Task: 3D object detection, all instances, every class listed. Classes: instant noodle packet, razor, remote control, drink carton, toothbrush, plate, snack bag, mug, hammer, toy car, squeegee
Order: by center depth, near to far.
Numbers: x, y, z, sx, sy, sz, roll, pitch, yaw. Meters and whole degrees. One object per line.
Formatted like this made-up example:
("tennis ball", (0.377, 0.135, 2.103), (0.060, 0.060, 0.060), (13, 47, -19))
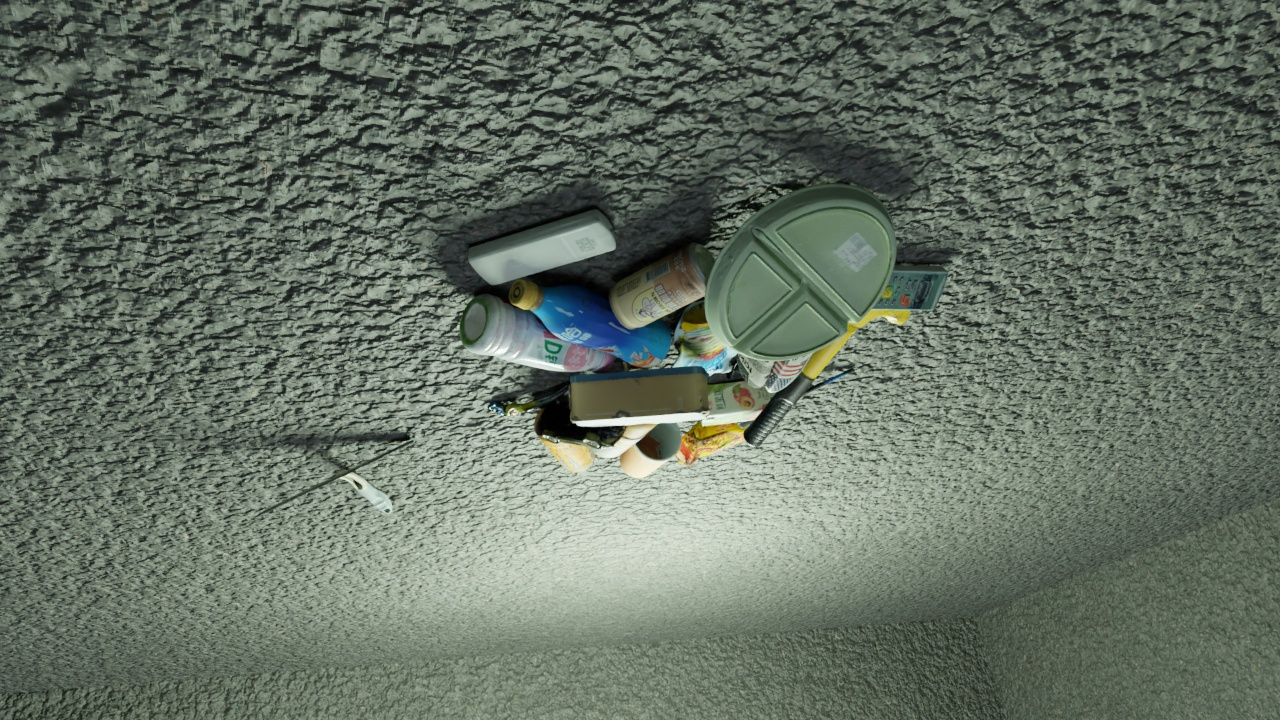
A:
("remote control", (-0.101, -0.117, 0.948), (0.150, 0.021, 0.058), (-15, 152, 12))
("plate", (0.179, -0.086, 0.996), (0.230, 0.027, 0.231), (-14, 136, -14))
("remote control", (0.303, -0.087, 1.105), (0.135, 0.019, 0.056), (0, 124, -18))
("snack bag", (0.082, -0.017, 1.173), (0.110, 0.039, 0.191), (-26, 156, -17))
("toothbrush", (0.147, -0.022, 1.218), (0.017, 0.014, 0.190), (-11, 154, -19))
("hammer", (0.222, 0.015, 1.225), (0.128, 0.032, 0.302), (12, 134, -23))
("toy car", (-0.080, 0.083, 1.245), (0.158, 0.070, 0.042), (3, 149, 43))
("razor", (-0.141, 0.056, 1.271), (0.143, 0.022, 0.042), (-19, 153, 19))
("drink carton", (0.146, 0.060, 1.332), (0.122, 0.053, 0.045), (-7, 154, -2))
("toothbrush", (0.229, 0.056, 1.356), (0.190, 0.016, 0.014), (-26, -171, 7))
("instant noodle packet", (0.120, 0.115, 1.416), (0.128, 0.044, 0.111), (-19, 162, -25))
("mug", (0.010, 0.137, 1.423), (0.078, 0.078, 0.123), (-1, 157, -16))
("squeegee", (-0.439, 0.200, 1.444), (0.246, 0.039, 0.247), (-26, 159, -5))

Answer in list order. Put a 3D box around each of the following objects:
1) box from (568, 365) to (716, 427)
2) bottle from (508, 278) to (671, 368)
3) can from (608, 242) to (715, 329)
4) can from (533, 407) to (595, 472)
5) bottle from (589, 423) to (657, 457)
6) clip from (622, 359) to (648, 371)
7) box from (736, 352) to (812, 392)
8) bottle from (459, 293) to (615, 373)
("box", (0.006, 0.046, 1.140), (0.184, 0.062, 0.090), (-6, 170, 9))
("bottle", (-0.056, -0.047, 1.050), (0.065, 0.065, 0.218), (-29, 146, 34))
("can", (0.026, -0.081, 1.014), (0.117, 0.058, 0.058), (-26, 149, 29))
("can", (-0.110, 0.118, 1.360), (0.058, 0.058, 0.146), (-12, 153, 7))
("bottle", (-0.019, 0.082, 1.290), (0.068, 0.068, 0.190), (4, 157, -24))
("clip", (-0.008, 0.003, 1.191), (0.035, 0.072, 0.100), (-9, 159, 2))
("box", (0.178, -0.030, 1.126), (0.086, 0.075, 0.163), (-6, 138, -23))
("bottle", (-0.114, -0.022, 1.077), (0.196, 0.068, 0.068), (17, 143, -42))
